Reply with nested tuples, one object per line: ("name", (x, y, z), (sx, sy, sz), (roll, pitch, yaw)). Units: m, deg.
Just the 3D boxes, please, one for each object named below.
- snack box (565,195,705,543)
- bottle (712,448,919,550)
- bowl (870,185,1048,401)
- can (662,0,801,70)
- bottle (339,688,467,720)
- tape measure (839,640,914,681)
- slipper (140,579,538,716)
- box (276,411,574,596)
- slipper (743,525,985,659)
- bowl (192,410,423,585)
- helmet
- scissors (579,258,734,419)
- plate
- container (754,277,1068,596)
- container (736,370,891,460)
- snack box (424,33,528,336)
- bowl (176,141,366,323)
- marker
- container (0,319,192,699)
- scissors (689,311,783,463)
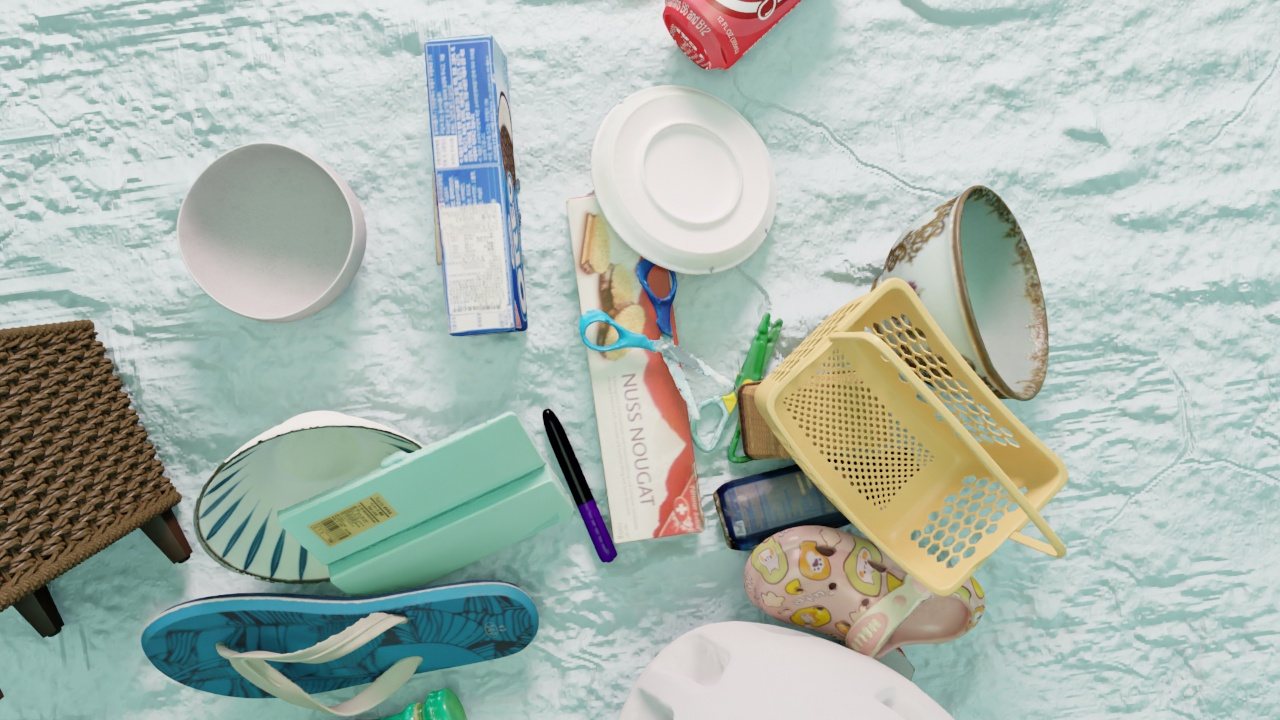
("snack box", (-0.004, 0.004, 0.725), (0.076, 0.044, 0.273), (-7, 91, -1))
("bottle", (0.140, 0.106, 0.723), (0.161, 0.056, 0.056), (-14, 91, -1))
("bowl", (0.232, -0.042, 0.694), (0.094, 0.159, 0.160), (-14, 91, 40))
("can", (0.088, -0.294, 0.707), (0.142, 0.074, 0.074), (-43, 91, 0))
("bottle", (-0.238, 0.317, 0.714), (0.209, 0.068, 0.068), (-24, 91, 0))
("tape measure", (0.186, 0.255, 0.744), (0.062, 0.020, 0.060), (19, 90, -1))
("slipper", (-0.224, 0.225, 0.696), (0.295, 0.060, 0.118), (-5, 129, -4))
("box", (-0.154, 0.115, 0.692), (0.186, 0.136, 0.033), (-25, 52, 0))
("slipper", (0.174, 0.193, 0.699), (0.197, 0.081, 0.093), (15, 126, -12))
("bowl", (-0.241, 0.088, 0.694), (0.177, 0.177, 0.070), (-25, 48, -1))
("helmet", (0.120, 0.294, 0.639), (0.282, 0.224, 0.183), (20, 64, 24))
("scissors", (0.025, -0.020, 0.697), (0.133, 0.015, 0.104), (31, 89, -2))
("plate", (0.038, -0.143, 0.710), (0.156, 0.014, 0.156), (4, 77, -19))
("container", (0.176, 0.053, 0.603), (0.129, 0.167, 0.183), (-44, 98, -6))
("container", (0.139, 0.043, 0.713), (0.114, 0.061, 0.063), (-7, 92, -9))
("snack box", (-0.127, -0.133, 0.715), (0.059, 0.059, 0.226), (-4, 90, 2))
("bowl", (-0.277, -0.096, 0.709), (0.132, 0.064, 0.132), (0, 91, -1))
("marker", (-0.049, 0.101, 0.739), (0.015, 0.018, 0.134), (-24, 91, -34))
("container", (-0.453, 0.112, 0.591), (0.176, 0.321, 0.205), (-30, 97, -1))
("scissors", (0.080, 0.018, 0.744), (0.070, 0.014, 0.130), (14, 91, -2))
